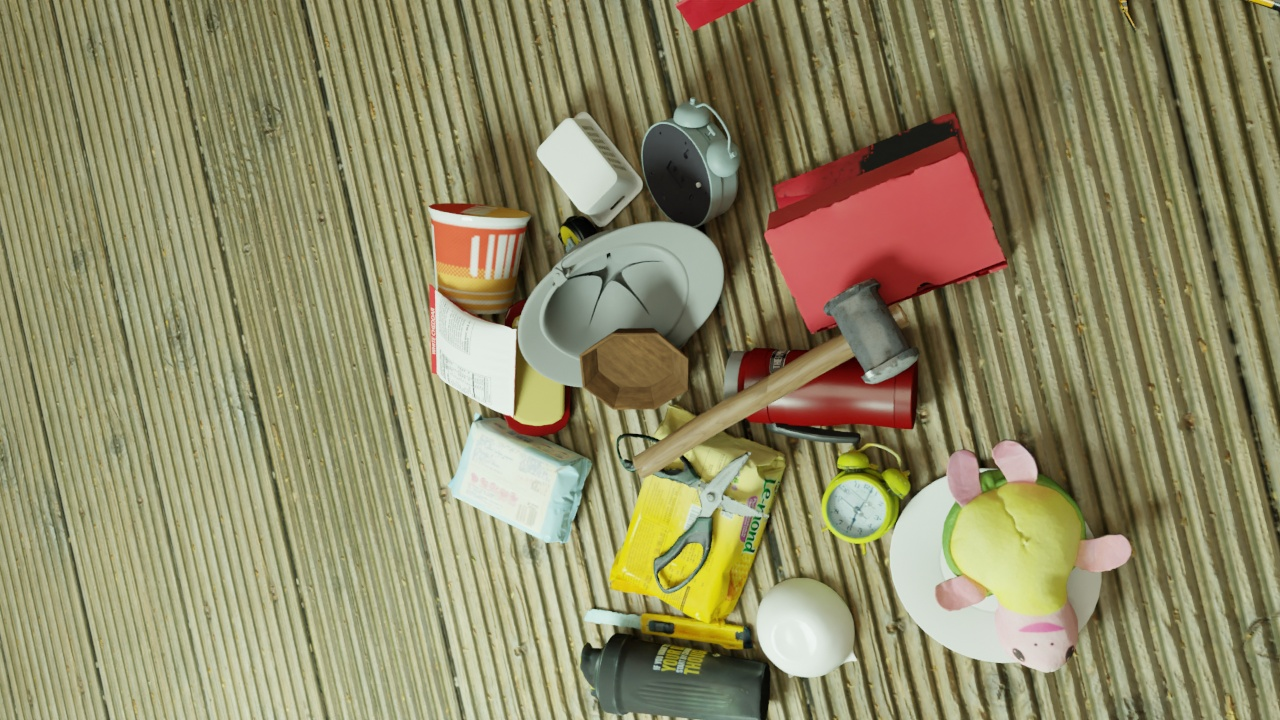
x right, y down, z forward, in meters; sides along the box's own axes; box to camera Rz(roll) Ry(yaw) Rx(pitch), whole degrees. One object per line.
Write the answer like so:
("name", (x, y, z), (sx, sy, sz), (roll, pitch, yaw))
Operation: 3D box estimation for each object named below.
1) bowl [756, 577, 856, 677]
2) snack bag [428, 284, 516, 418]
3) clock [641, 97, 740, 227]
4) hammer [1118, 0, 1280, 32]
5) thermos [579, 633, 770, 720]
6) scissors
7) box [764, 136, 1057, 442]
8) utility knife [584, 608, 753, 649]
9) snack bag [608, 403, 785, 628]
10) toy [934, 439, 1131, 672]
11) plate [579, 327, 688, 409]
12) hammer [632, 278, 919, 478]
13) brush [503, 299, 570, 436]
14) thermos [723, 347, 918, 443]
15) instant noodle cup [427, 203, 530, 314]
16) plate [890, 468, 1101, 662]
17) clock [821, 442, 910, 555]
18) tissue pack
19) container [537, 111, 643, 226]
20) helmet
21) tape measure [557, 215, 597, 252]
("bowl", (0.183, 0.312, 1.050), (0.115, 0.050, 0.115), (2, 95, 24))
("snack bag", (-0.208, -0.009, 1.120), (0.144, 0.039, 0.131), (26, 128, 27))
("clock", (0.059, -0.219, 1.021), (0.122, 0.045, 0.160), (56, 151, 13))
("hammer", (0.597, -0.313, 0.827), (0.321, 0.036, 0.123), (32, 107, 21))
("thermos", (0.042, 0.386, 1.102), (0.221, 0.098, 0.098), (1, 95, 18))
("scissors", (0.039, 0.154, 1.046), (0.204, 0.015, 0.202), (43, 111, 19))
("box", (0.331, -0.055, 1.071), (0.215, 0.478, 0.171), (-21, 62, 24))
("utility knife", (0.031, 0.332, 1.141), (0.225, 0.019, 0.030), (1, 86, 27))
("snack bag", (0.062, 0.190, 1.085), (0.160, 0.068, 0.247), (21, 103, 20))
("toy", (0.379, 0.196, 0.917), (0.190, 0.087, 0.238), (-20, 91, 5))
("plate", (-0.007, 0.006, 1.064), (0.131, 0.025, 0.131), (1, 135, 1))
("hammer", (0.128, 0.034, 0.961), (0.329, 0.052, 0.098), (-31, 77, 18))
("brush", (-0.128, 0.009, 1.146), (0.082, 0.042, 0.173), (1, 96, -10))
("thermos", (0.198, 0.041, 1.009), (0.199, 0.083, 0.108), (3, 122, 21))
("instant noodle cup", (-0.205, -0.128, 1.153), (0.123, 0.123, 0.121), (13, 107, 22))
("plate", (0.374, 0.217, 0.978), (0.209, 0.015, 0.208), (2, 95, 24))
("clock", (0.245, 0.147, 1.007), (0.083, 0.057, 0.119), (25, 97, 20))
("tissue pack", (-0.158, 0.148, 1.178), (0.182, 0.069, 0.112), (22, 102, 23))
("container", (-0.067, -0.235, 1.115), (0.081, 0.049, 0.129), (-42, 78, 21))
("helmet", (-0.026, -0.091, 1.073), (0.183, 0.117, 0.272), (35, 122, -28))
("tape measure", (-0.075, -0.145, 1.122), (0.061, 0.034, 0.061), (55, 157, 11))
